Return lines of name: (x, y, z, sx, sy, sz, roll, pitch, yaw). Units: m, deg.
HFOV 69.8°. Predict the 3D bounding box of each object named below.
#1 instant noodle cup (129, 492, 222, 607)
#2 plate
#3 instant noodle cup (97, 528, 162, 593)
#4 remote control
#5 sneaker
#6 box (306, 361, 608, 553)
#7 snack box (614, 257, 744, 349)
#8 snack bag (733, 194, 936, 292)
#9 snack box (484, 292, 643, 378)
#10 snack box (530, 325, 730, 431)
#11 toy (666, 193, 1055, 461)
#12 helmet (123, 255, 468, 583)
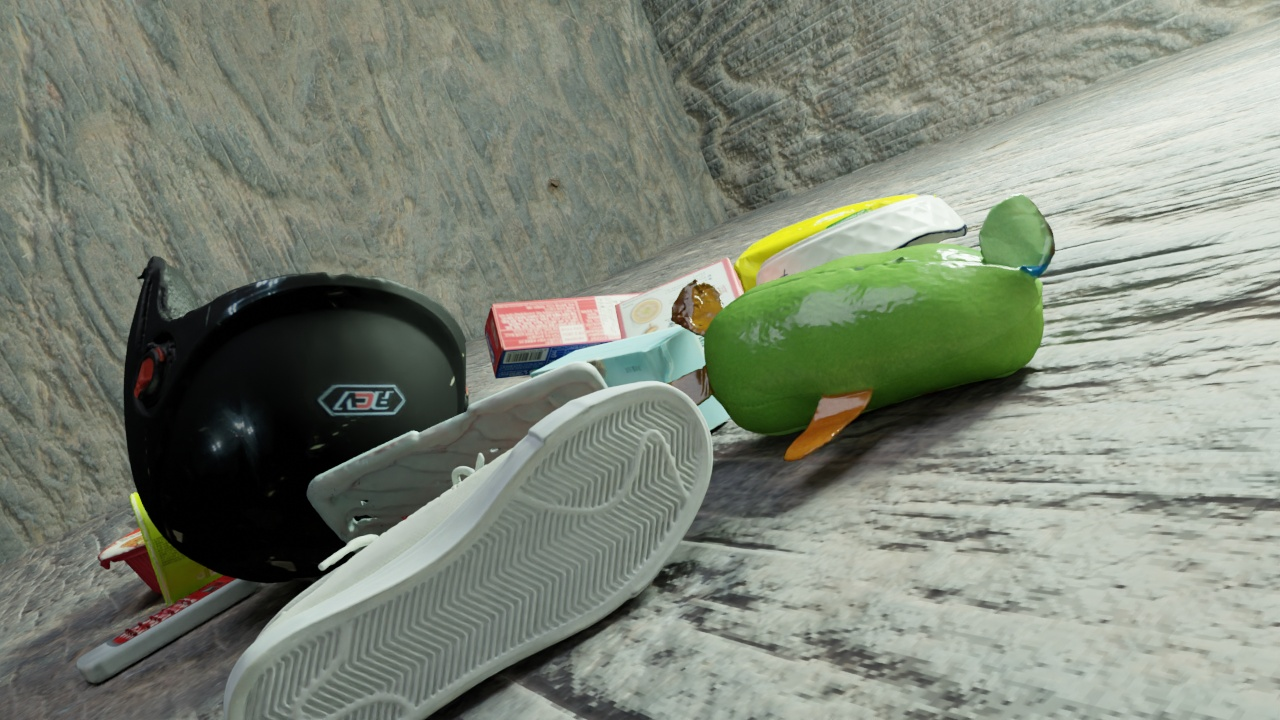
instant noodle cup: (-0.374, 0.151, 0.821, 0.123, 0.111, 0.112, -20, 5, -30)
plate: (0.199, -0.099, 0.857, 0.205, 0.045, 0.205, -21, -5, -2)
instant noodle cup: (-0.447, 0.180, 0.947, 0.194, 0.066, 0.193, -22, 8, 3)
remote control: (-0.373, 0.207, 0.729, 0.135, 0.020, 0.056, -30, 11, -39)
sneaker: (-0.072, 0.094, 0.426, 0.241, 0.089, 0.091, -33, 7, -20)
box: (-0.105, 0.073, 0.571, 0.201, 0.098, 0.095, -24, 8, 3)
snack box: (0.044, -0.016, 0.792, 0.113, 0.044, 0.127, -22, 44, 10)
snack bag: (0.225, -0.136, 1.081, 0.247, 0.068, 0.157, -19, 10, 24)
snack box: (-0.046, -0.027, 0.914, 0.207, 0.058, 0.057, -6, -30, -21)
snack box: (-0.013, 0.026, 0.695, 0.051, 0.074, 0.175, -28, 10, -32)
toy: (0.114, -0.012, 0.537, 0.247, 0.090, 0.226, -10, 31, 32)
helmet: (-0.248, 0.041, 0.676, 0.233, 0.230, 0.276, 6, -21, -36)
